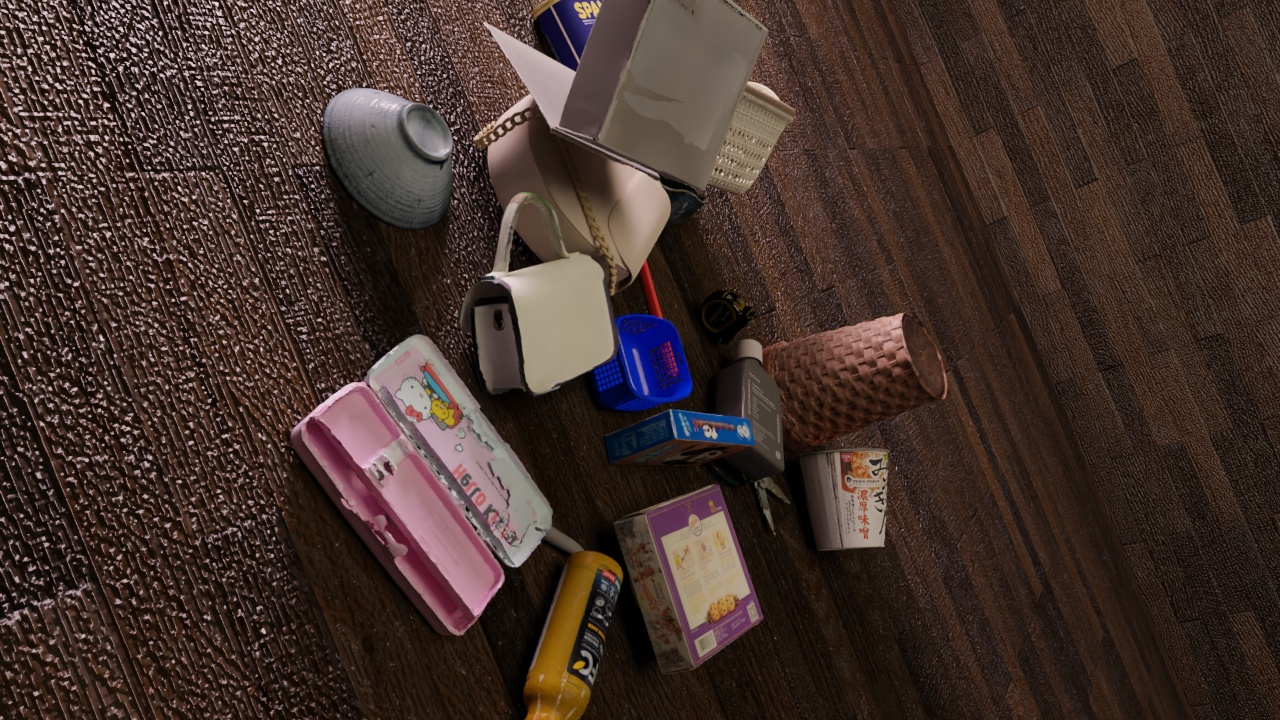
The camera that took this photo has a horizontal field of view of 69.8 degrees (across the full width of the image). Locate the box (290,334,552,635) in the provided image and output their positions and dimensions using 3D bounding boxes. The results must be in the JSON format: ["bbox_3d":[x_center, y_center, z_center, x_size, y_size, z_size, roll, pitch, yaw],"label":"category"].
[{"bbox_3d":[-0.161,0.094,0.713,0.201,0.038,0.152,58,35,-14],"label":"box"}]

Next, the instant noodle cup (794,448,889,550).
[{"bbox_3d":[0.268,0.184,1.198,0.123,0.124,0.121,13,70,-51],"label":"instant noodle cup"}]

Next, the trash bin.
[{"bbox_3d":[0.272,0.020,1.204,0.151,0.211,0.151,32,46,-41],"label":"trash bin"}]

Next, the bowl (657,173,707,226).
[{"bbox_3d":[0.022,-0.197,1.110,0.110,0.055,0.110,24,17,-8],"label":"bowl"}]

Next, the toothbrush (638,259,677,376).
[{"bbox_3d":[0.007,-0.082,1.075,0.017,0.012,0.212,1,70,-54],"label":"toothbrush"}]

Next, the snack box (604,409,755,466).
[{"bbox_3d":[0.044,0.083,0.960,0.151,0.087,0.034,11,62,-51],"label":"snack box"}]

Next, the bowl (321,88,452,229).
[{"bbox_3d":[-0.203,-0.188,0.804,0.137,0.057,0.136,31,48,-42],"label":"bowl"}]

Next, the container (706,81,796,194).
[{"bbox_3d":[0.065,-0.299,1.124,0.245,0.185,0.143,0,116,-55],"label":"container"}]

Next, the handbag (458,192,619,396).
[{"bbox_3d":[-0.098,-0.066,0.845,0.150,0.074,0.176,-27,112,-54],"label":"handbag"}]

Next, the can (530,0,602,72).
[{"bbox_3d":[-0.068,-0.394,1.115,0.092,0.057,0.116,62,34,-9],"label":"can"}]

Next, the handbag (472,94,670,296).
[{"bbox_3d":[-0.056,-0.190,0.966,0.208,0.104,0.210,52,36,-21],"label":"handbag"}]

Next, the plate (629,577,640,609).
[{"bbox_3d":[0.018,0.217,0.901,0.104,0.026,0.104,32,46,-42],"label":"plate"}]

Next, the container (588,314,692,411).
[{"bbox_3d":[-0.006,0.006,0.962,0.114,0.058,0.096,1,70,-54],"label":"container"}]

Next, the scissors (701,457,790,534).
[{"bbox_3d":[0.120,0.114,1.115,0.202,0.015,0.201,11,60,-53],"label":"scissors"}]

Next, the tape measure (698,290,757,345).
[{"bbox_3d":[0.106,-0.058,1.152,0.061,0.062,0.034,45,38,-1],"label":"tape measure"}]

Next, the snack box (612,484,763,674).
[{"bbox_3d":[0.050,0.206,0.888,0.143,0.041,0.148,-8,77,-56],"label":"snack box"}]

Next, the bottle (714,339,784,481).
[{"bbox_3d":[0.131,0.050,1.116,0.083,0.046,0.173,37,41,-35],"label":"bottle"}]

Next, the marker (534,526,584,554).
[{"bbox_3d":[-0.094,0.140,0.801,0.138,0.016,0.022,40,19,-35],"label":"marker"}]

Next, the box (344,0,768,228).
[{"bbox_3d":[-0.097,-0.252,0.921,0.167,0.423,0.173,11,80,-52],"label":"box"}]

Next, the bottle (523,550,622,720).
[{"bbox_3d":[-0.060,0.245,0.749,0.053,0.053,0.185,48,38,-26],"label":"bottle"}]
